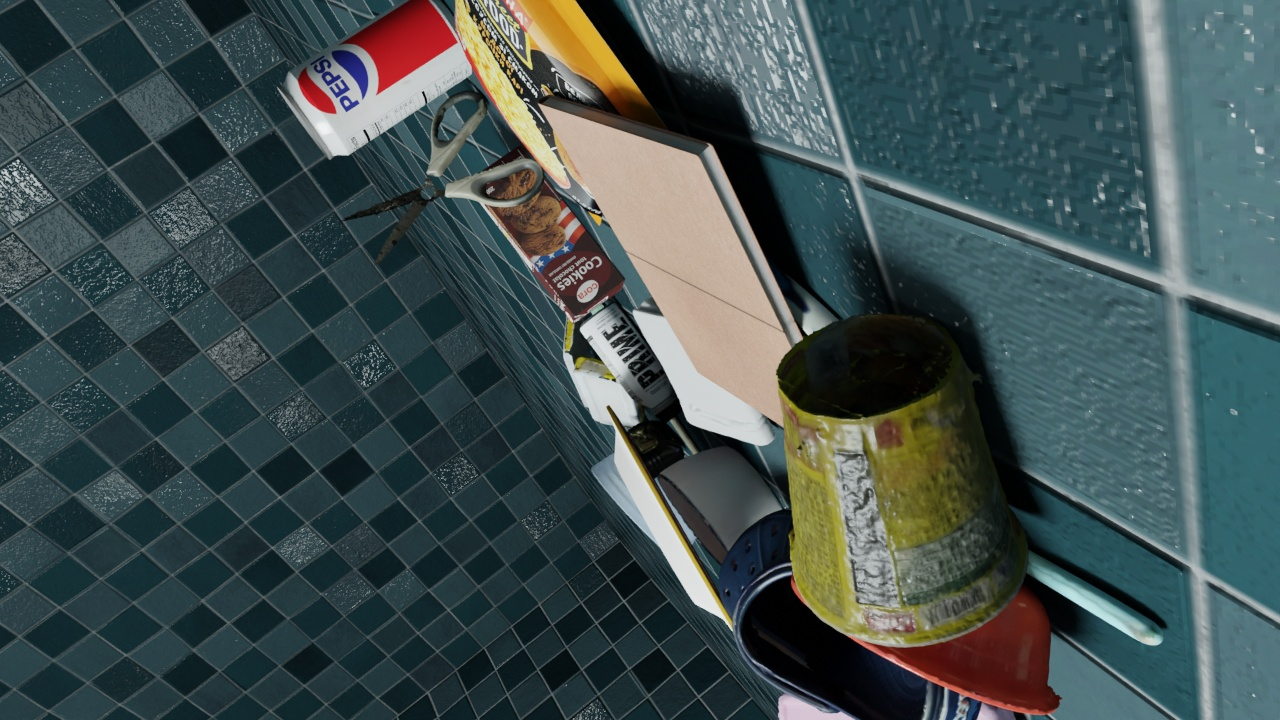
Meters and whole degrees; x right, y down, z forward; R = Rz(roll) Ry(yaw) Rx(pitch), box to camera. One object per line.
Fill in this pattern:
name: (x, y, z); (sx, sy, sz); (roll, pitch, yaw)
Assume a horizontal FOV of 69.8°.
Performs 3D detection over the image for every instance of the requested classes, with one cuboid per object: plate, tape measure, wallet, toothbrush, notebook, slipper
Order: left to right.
tape measure: (0.009, 0.095, 1.001); (0.038, 0.067, 0.062); (60, 177, -41)
plate: (0.022, 0.143, 0.796); (0.230, 0.021, 0.230); (60, 178, 3)
notebook: (0.032, -0.039, 0.479); (0.141, 0.008, 0.209); (34, 162, 50)
wallet: (0.047, 0.005, 0.636); (0.086, 0.032, 0.116); (24, 148, 49)
toothbrush: (0.063, -0.042, 0.450); (0.189, 0.016, 0.017); (49, 179, 23)
slipper: (0.110, 0.159, 0.589); (0.253, 0.095, 0.105); (-166, 79, -68)
toothbrush: (0.162, 0.086, 0.431); (0.016, 0.016, 0.181); (51, 170, -26)

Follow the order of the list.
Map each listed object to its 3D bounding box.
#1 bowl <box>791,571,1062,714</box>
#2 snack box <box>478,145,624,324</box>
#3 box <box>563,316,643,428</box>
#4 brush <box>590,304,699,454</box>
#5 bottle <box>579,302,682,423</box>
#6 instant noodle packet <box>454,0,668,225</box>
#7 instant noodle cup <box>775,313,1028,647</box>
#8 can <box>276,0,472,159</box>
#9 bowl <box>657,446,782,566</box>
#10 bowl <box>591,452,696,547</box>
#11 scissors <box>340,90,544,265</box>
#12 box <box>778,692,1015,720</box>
bowl: (0.140, 0.112, 0.436); (0.130, 0.045, 0.130); (22, -176, -2)
snack box: (-0.077, -0.103, 0.754); (0.141, 0.051, 0.032); (52, 170, 4)
box: (-0.037, 0.011, 1.020); (0.084, 0.080, 0.210); (10, 163, 7)
brush: (0.009, 0.025, 0.911); (0.218, 0.012, 0.033); (56, 170, -21)
bottle: (-0.005, 0.005, 0.821); (0.116, 0.041, 0.041); (53, 170, 0)
instant noodle packet: (-0.056, -0.163, 0.516); (0.160, 0.032, 0.221); (53, 170, -5)
instant noodle cup: (0.099, 0.043, 0.373); (0.102, 0.102, 0.108); (39, 154, 54)
can: (-0.195, -0.213, 0.685); (0.070, 0.132, 0.070); (51, 170, 13)
bowl: (0.074, 0.126, 0.804); (0.116, 0.065, 0.116); (51, 169, 13)
bowl: (0.021, 0.152, 1.065); (0.150, 0.075, 0.150); (46, 179, 1)
scissors: (-0.154, -0.145, 0.731); (0.169, 0.157, 0.012); (6, 164, 6)
box: (0.204, 0.286, 0.659); (0.202, 0.103, 0.100); (-25, 60, 51)
